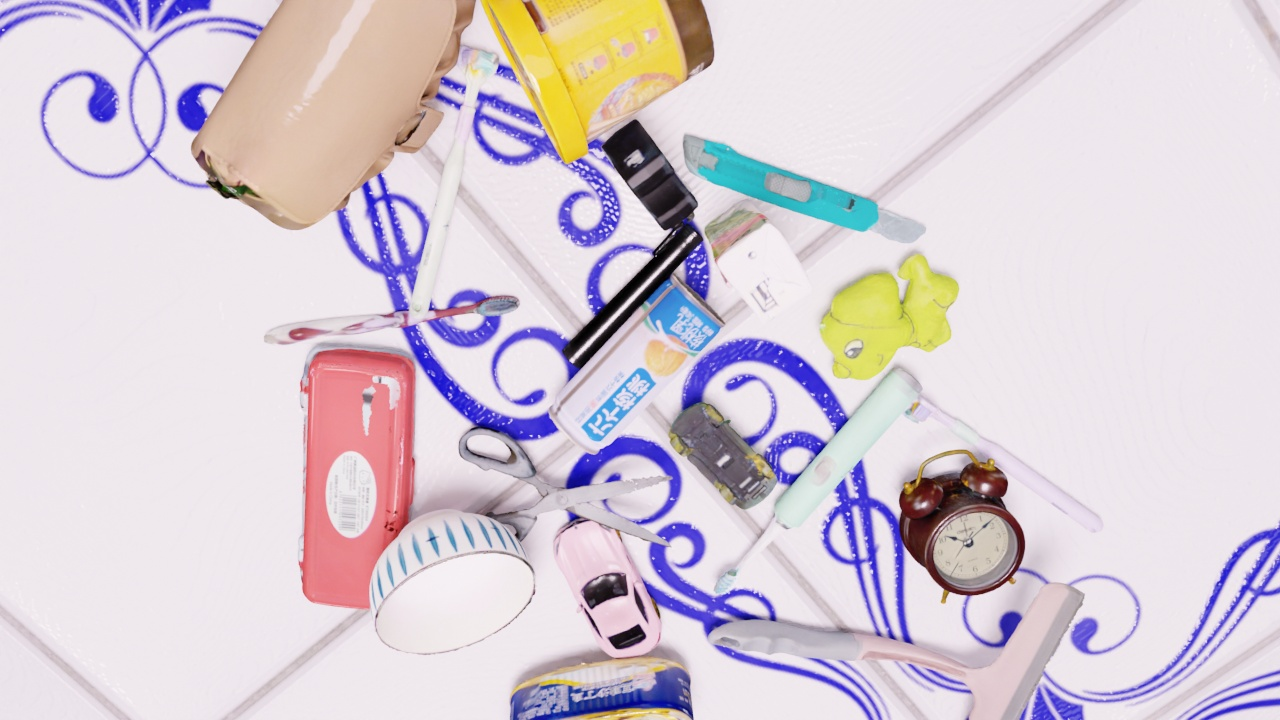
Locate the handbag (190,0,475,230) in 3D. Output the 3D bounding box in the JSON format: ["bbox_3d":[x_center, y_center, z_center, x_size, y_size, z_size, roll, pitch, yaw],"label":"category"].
[{"bbox_3d":[-0.178,-0.169,0.561,0.100,0.147,0.205,38,105,-8],"label":"handbag"}]

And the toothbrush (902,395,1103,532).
[{"bbox_3d":[0.282,0.082,0.701,0.189,0.029,0.021,32,64,-10],"label":"toothbrush"}]

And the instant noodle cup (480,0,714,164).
[{"bbox_3d":[-0.025,-0.203,0.576,0.114,0.118,0.118,-29,103,-2],"label":"instant noodle cup"}]

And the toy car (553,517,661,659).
[{"bbox_3d":[-0.025,0.178,0.712,0.056,0.037,0.122,-25,103,4],"label":"toy car"}]

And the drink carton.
[{"bbox_3d":[0.073,-0.067,0.606,0.045,0.122,0.053,-35,104,9],"label":"drink carton"}]

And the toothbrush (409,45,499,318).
[{"bbox_3d":[-0.134,-0.120,0.635,0.029,0.020,0.189,16,99,-1],"label":"toothbrush"}]

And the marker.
[{"bbox_3d":[-0.007,-0.047,0.661,0.022,0.020,0.132,40,101,-26],"label":"marker"}]

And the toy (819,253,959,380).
[{"bbox_3d":[0.178,-0.031,0.664,0.100,0.031,0.097,5,105,-7],"label":"toy"}]

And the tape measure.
[{"bbox_3d":[0.004,-0.127,0.617,0.033,0.066,0.066,-36,143,7],"label":"tape measure"}]

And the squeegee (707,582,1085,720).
[{"bbox_3d":[0.178,0.233,0.727,0.249,0.040,0.248,10,124,4],"label":"squeegee"}]

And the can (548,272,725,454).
[{"bbox_3d":[-0.004,0.004,0.657,0.053,0.053,0.135,42,100,-11],"label":"can"}]

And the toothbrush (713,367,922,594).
[{"bbox_3d":[0.130,0.096,0.698,0.026,0.027,0.225,45,102,26],"label":"toothbrush"}]

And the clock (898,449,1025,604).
[{"bbox_3d":[0.240,0.121,0.691,0.082,0.055,0.122,-17,107,4],"label":"clock"}]

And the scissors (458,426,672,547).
[{"bbox_3d":[-0.065,0.104,0.683,0.178,0.014,0.160,44,111,2],"label":"scissors"}]

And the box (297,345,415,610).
[{"bbox_3d":[-0.214,0.088,0.687,0.086,0.047,0.201,6,105,-3],"label":"box"}]

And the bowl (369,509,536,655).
[{"bbox_3d":[-0.140,0.151,0.663,0.116,0.066,0.117,-17,137,-16],"label":"bowl"}]

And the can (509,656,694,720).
[{"bbox_3d":[-0.031,0.278,0.718,0.148,0.049,0.075,-11,126,4],"label":"can"}]

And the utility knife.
[{"bbox_3d":[0.115,-0.118,0.649,0.186,0.013,0.029,18,104,-6],"label":"utility knife"}]

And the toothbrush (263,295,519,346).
[{"bbox_3d":[-0.181,-0.027,0.664,0.187,0.017,0.016,-8,104,0],"label":"toothbrush"}]

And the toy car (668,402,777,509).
[{"bbox_3d":[0.061,0.070,0.684,0.043,0.036,0.091,-42,102,10],"label":"toy car"}]
